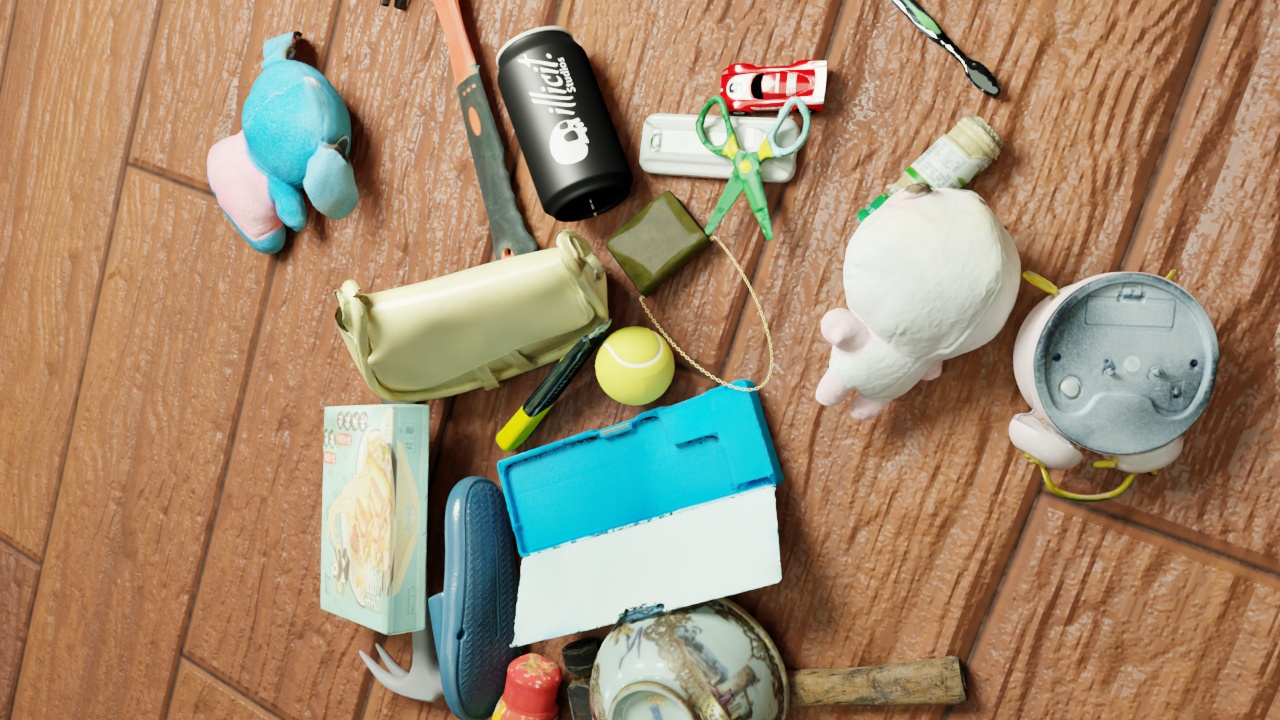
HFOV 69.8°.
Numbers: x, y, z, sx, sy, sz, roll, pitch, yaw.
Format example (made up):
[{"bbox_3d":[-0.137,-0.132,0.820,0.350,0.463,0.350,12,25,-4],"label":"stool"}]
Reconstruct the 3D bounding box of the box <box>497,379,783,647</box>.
[{"bbox_3d":[-0.001,0.130,0.759,0.244,0.060,0.175,-20,61,22],"label":"box"}]

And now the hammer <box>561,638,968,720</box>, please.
[{"bbox_3d":[0.093,0.276,0.741,0.331,0.033,0.120,-12,90,23],"label":"hammer"}]

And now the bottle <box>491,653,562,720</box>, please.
[{"bbox_3d":[-0.103,0.326,0.802,0.048,0.071,0.134,16,99,34],"label":"bottle"}]

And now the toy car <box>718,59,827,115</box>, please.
[{"bbox_3d":[0.105,-0.216,0.727,0.090,0.025,0.038,5,93,24],"label":"toy car"}]

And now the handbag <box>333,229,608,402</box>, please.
[{"bbox_3d":[-0.134,-0.034,0.761,0.233,0.191,0.088,-14,79,5],"label":"handbag"}]

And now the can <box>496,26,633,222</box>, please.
[{"bbox_3d":[-0.065,-0.197,0.772,0.080,0.080,0.146,-24,82,22],"label":"can"}]

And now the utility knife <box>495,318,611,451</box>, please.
[{"bbox_3d":[-0.075,0.022,0.785,0.020,0.028,0.175,50,125,10],"label":"utility knife"}]

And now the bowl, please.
[{"bbox_3d":[0.025,0.263,0.699,0.160,0.093,0.160,1,94,21],"label":"bowl"}]

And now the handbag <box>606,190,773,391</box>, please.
[{"bbox_3d":[0.048,-0.050,0.745,0.084,0.027,0.178,-40,70,12],"label":"handbag"}]

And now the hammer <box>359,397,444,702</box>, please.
[{"bbox_3d":[-0.221,0.168,0.877,0.125,0.029,0.311,-8,87,23],"label":"hammer"}]

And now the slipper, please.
[{"bbox_3d":[-0.151,0.210,0.808,0.059,0.103,0.213,-5,85,25],"label":"slipper"}]

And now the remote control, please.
[{"bbox_3d":[0.062,-0.175,0.748,0.133,0.022,0.050,9,94,23],"label":"remote control"}]

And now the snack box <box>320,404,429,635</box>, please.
[{"bbox_3d":[-0.241,0.137,0.829,0.142,0.044,0.193,-4,85,49],"label":"snack box"}]

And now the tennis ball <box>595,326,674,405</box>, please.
[{"bbox_3d":[-0.005,0.004,0.757,0.065,0.065,0.065,0,91,24],"label":"tennis ball"}]

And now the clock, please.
[{"bbox_3d":[0.307,0.018,0.608,0.117,0.058,0.158,1,97,0],"label":"clock"}]

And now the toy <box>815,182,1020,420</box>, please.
[{"bbox_3d":[0.190,-0.034,0.644,0.180,0.138,0.101,-60,35,25],"label":"toy"}]

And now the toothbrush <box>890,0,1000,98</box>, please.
[{"bbox_3d":[0.205,-0.263,0.692,0.014,0.017,0.188,-41,72,15],"label":"toothbrush"}]

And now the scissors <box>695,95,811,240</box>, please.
[{"bbox_3d":[0.090,-0.155,0.717,0.123,0.011,0.127,-22,83,23],"label":"scissors"}]

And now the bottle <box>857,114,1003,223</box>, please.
[{"bbox_3d":[0.212,-0.130,0.674,0.110,0.042,0.042,-44,74,17],"label":"bottle"}]

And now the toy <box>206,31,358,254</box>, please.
[{"bbox_3d":[-0.358,-0.215,0.902,0.192,0.098,0.224,-36,69,31],"label":"toy"}]

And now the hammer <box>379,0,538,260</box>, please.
[{"bbox_3d":[-0.152,-0.236,0.830,0.133,0.033,0.333,-18,87,34],"label":"hammer"}]
